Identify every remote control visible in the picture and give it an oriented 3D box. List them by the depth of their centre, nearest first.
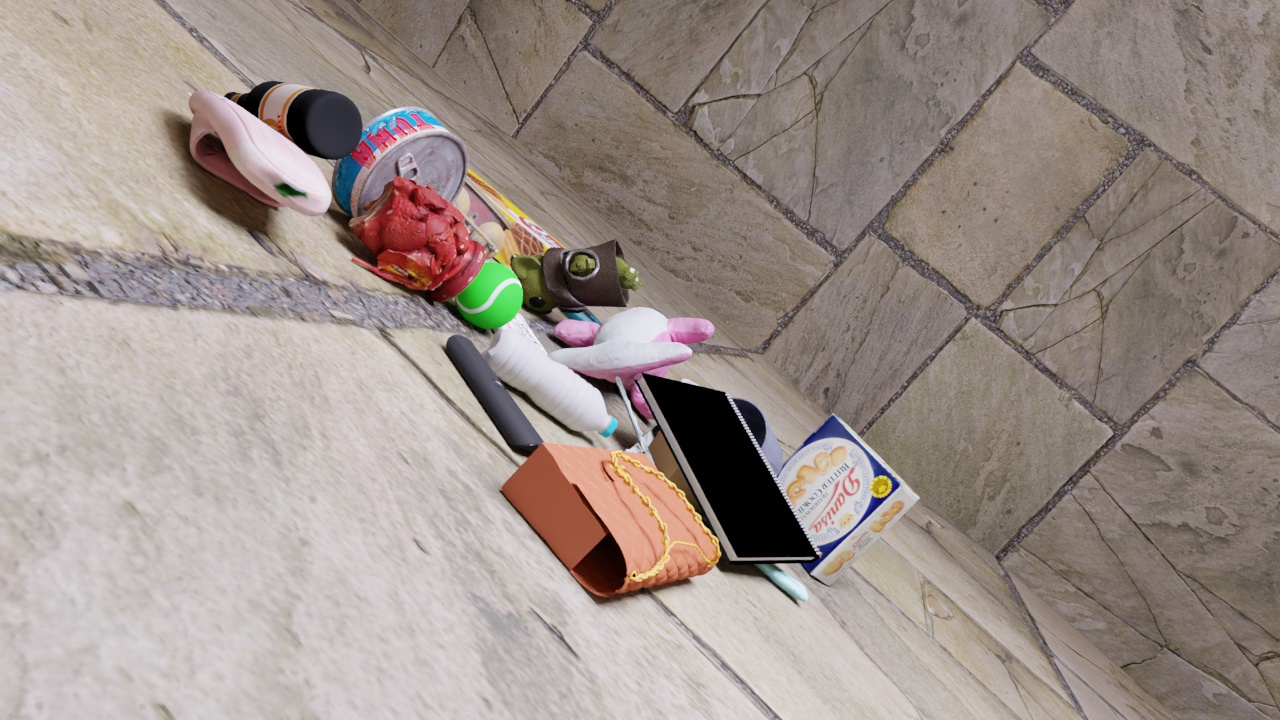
[{"bbox_3d":[-0.117,0.028,0.742,0.033,0.015,0.147,28,15,-50],"label":"remote control"}]

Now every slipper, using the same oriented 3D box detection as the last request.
[{"bbox_3d":[-0.310,-0.161,0.745,0.106,0.055,0.221,34,2,-42],"label":"slipper"}]

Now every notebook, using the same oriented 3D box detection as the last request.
[{"bbox_3d":[0.086,0.106,0.898,0.148,0.016,0.206,14,40,-49],"label":"notebook"}]

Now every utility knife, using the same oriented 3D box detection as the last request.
[{"bbox_3d":[0.093,0.178,0.881,0.165,0.015,0.022,37,17,-1],"label":"utility knife"}]

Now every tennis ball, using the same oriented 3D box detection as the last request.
[{"bbox_3d":[-0.147,-0.063,0.890,0.065,0.065,0.065,39,10,-8],"label":"tennis ball"}]

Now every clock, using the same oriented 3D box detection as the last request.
[{"bbox_3d":[-0.210,-0.161,1.038,0.117,0.081,0.159,47,-5,-34],"label":"clock"}]

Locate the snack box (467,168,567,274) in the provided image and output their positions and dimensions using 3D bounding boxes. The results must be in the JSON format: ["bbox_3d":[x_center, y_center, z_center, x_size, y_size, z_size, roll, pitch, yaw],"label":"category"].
[{"bbox_3d":[-0.194,-0.185,1.272,0.230,0.062,0.110,39,10,-2],"label":"snack box"}]

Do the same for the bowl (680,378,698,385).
[{"bbox_3d":[0.099,0.088,1.209,0.149,0.043,0.149,39,10,-8],"label":"bowl"}]

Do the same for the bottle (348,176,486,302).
[{"bbox_3d":[-0.204,-0.108,0.836,0.111,0.099,0.099,46,5,-33],"label":"bottle"}]

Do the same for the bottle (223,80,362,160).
[{"bbox_3d":[-0.336,-0.230,0.857,0.182,0.059,0.059,20,-4,36],"label":"bottle"}]

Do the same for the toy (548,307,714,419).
[{"bbox_3d":[-0.006,0.006,1.056,0.187,0.128,0.265,-4,6,9],"label":"toy"}]

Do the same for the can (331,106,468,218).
[{"bbox_3d":[-0.233,-0.180,0.897,0.044,0.130,0.129,44,10,19],"label":"can"}]

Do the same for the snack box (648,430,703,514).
[{"bbox_3d":[0.069,0.124,0.941,0.126,0.040,0.088,36,11,-23],"label":"snack box"}]

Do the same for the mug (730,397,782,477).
[{"bbox_3d":[0.099,0.094,1.068,0.124,0.083,0.104,15,-16,26],"label":"mug"}]

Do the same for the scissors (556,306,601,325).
[{"bbox_3d":[-0.069,-0.049,1.265,0.124,0.019,0.155,30,13,-43],"label":"scissors"}]

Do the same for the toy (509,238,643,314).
[{"bbox_3d":[-0.077,-0.097,1.115,0.179,0.153,0.078,55,28,-75],"label":"toy"}]

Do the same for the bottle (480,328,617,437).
[{"bbox_3d":[-0.079,0.024,0.822,0.136,0.044,0.044,37,10,-16],"label":"bottle"}]

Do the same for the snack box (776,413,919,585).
[{"bbox_3d":[0.220,0.157,1.058,0.042,0.144,0.145,37,10,-38],"label":"snack box"}]

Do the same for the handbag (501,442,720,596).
[{"bbox_3d":[-0.007,0.113,0.663,0.109,0.060,0.171,48,12,22],"label":"handbag"}]

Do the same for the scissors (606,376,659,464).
[{"bbox_3d":[-0.002,0.084,0.826,0.141,0.014,0.174,61,23,1],"label":"scissors"}]

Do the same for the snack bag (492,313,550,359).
[{"bbox_3d":[-0.119,-0.017,0.936,0.070,0.016,0.196,34,11,-41],"label":"snack bag"}]
